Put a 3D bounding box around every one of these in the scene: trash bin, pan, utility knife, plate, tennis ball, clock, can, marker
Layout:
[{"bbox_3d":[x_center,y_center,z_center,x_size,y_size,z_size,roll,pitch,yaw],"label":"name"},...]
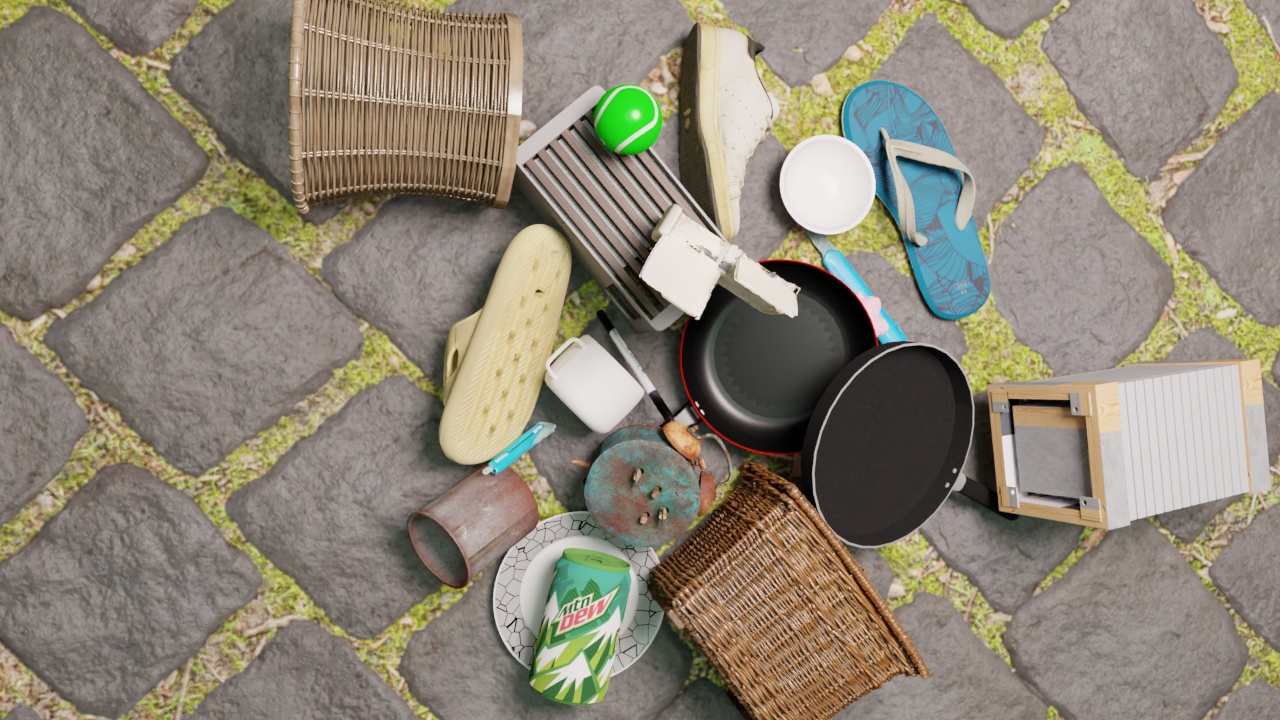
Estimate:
[{"bbox_3d":[-0.020,-0.150,0.964,0.114,0.114,0.229,-41,96,-6],"label":"trash bin"},{"bbox_3d":[0.311,0.113,1.004,0.356,0.034,0.225,27,90,-33],"label":"pan"},{"bbox_3d":[0.532,0.083,1.005,0.246,0.143,0.142,-7,91,-23],"label":"trash bin"},{"bbox_3d":[-0.128,0.094,0.963,0.022,0.117,0.015,12,118,24],"label":"utility knife"},{"bbox_3d":[-0.067,0.260,1.012,0.188,0.016,0.188,0,91,-8],"label":"plate"},{"bbox_3d":[0.089,0.037,1.004,0.357,0.067,0.209,-34,89,11],"label":"pan"},{"bbox_3d":[-0.012,-0.229,0.872,0.065,0.065,0.065,0,90,-9],"label":"tennis ball"},{"bbox_3d":[0.018,0.126,0.958,0.158,0.073,0.121,-19,106,8],"label":"clock"},{"bbox_3d":[-0.062,0.276,0.961,0.083,0.083,0.144,13,89,-8],"label":"can"},{"bbox_3d":[-0.006,0.006,0.994,0.011,0.011,0.152,-31,73,-7],"label":"marker"},{"bbox_3d":[0.248,-0.084,1.055,0.031,0.015,0.196,-37,94,-9],"label":"utility knife"}]

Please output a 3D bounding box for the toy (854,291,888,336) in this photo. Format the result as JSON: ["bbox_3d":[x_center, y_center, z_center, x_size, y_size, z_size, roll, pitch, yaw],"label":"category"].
[{"bbox_3d":[0.228,-0.043,1.034,0.093,0.050,0.102,-17,90,4],"label":"toy"}]

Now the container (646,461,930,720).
[{"bbox_3d":[0.139,0.266,0.966,0.183,0.162,0.250,-37,97,-7],"label":"container"}]

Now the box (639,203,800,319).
[{"bbox_3d":[0.072,-0.081,0.834,0.145,0.185,0.066,33,111,-3],"label":"box"}]

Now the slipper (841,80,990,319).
[{"bbox_3d":[0.329,-0.188,1.045,0.118,0.060,0.295,-25,94,-11],"label":"slipper"}]

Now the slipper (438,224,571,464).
[{"bbox_3d":[-0.149,-0.020,0.965,0.111,0.079,0.261,17,95,-49],"label":"slipper"}]

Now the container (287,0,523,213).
[{"bbox_3d":[-0.225,-0.249,0.887,0.196,0.227,0.227,2,90,-15],"label":"container"}]

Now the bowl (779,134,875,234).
[{"bbox_3d":[0.204,-0.194,1.034,0.110,0.040,0.110,0,90,-8],"label":"bowl"}]

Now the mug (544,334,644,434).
[{"bbox_3d":[-0.055,0.021,0.965,0.068,0.094,0.115,-45,133,-3],"label":"mug"}]

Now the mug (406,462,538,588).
[{"bbox_3d":[-0.180,0.170,0.952,0.110,0.123,0.096,-28,97,-42],"label":"mug"}]

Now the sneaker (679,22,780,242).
[{"bbox_3d":[0.103,-0.246,1.003,0.102,0.089,0.241,-2,87,-16],"label":"sneaker"}]
